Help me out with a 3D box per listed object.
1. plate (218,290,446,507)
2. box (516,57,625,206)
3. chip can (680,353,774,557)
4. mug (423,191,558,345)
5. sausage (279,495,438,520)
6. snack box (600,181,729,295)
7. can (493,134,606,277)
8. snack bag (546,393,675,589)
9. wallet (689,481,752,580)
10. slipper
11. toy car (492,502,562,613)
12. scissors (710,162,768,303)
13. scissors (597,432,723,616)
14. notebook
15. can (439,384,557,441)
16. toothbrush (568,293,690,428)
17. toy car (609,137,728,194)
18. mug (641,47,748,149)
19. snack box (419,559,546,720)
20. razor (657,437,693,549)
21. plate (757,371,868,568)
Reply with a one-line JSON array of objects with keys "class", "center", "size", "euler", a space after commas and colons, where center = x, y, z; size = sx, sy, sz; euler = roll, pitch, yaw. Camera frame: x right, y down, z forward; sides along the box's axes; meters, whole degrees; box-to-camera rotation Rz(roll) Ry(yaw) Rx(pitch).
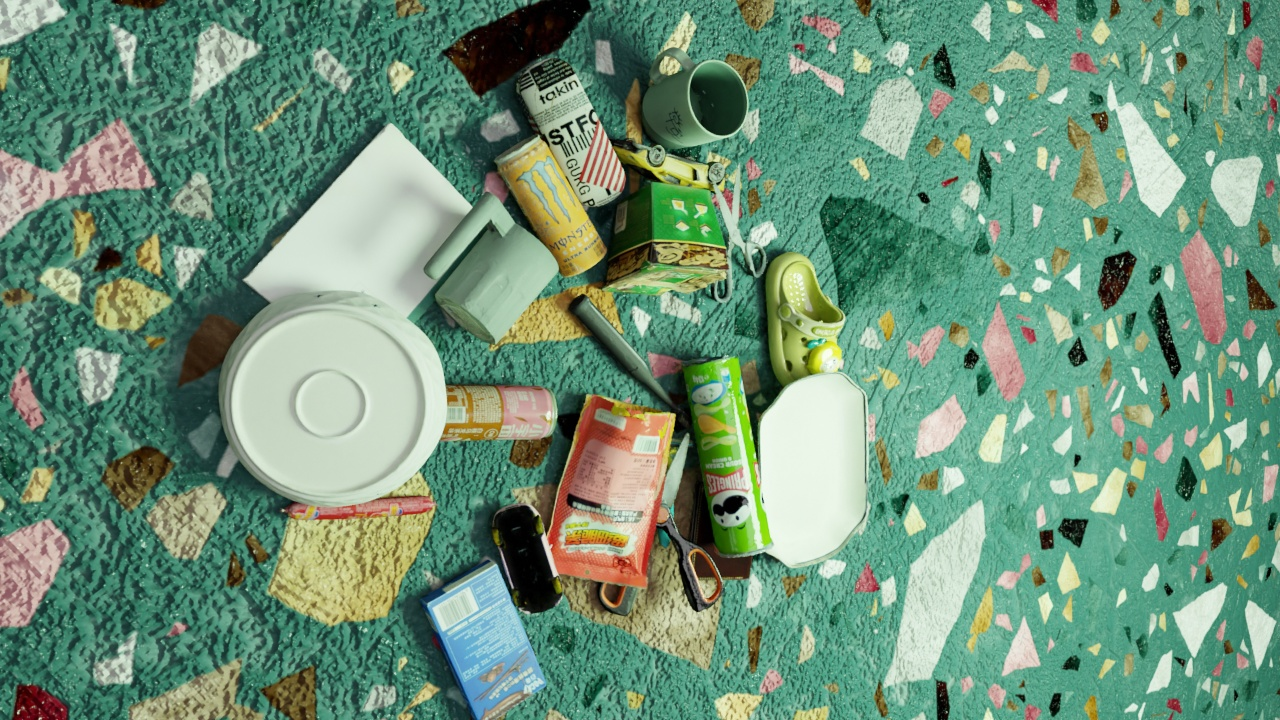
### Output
[{"class": "plate", "center": [-0.282, 0.037, 0.845], "size": [0.204, 0.045, 0.205], "euler": [-1, 95, -12]}, {"class": "box", "center": [-0.080, -0.244, 0.995], "size": [0.074, 0.079, 0.163], "euler": [-31, 112, -3]}, {"class": "chip can", "center": [0.102, 0.111, 1.093], "size": [0.072, 0.072, 0.236], "euler": [-12, 93, -31]}, {"class": "mug", "center": [-0.154, -0.091, 0.921], "size": [0.103, 0.084, 0.124], "euler": [-53, 141, -16]}, {"class": "sausage", "center": [-0.275, 0.146, 0.907], "size": [0.155, 0.020, 0.020], "euler": [2, 92, -32]}, {"class": "snack box", "center": [0.024, -0.137, 1.030], "size": [0.117, 0.118, 0.105], "euler": [1, 80, -33]}, {"class": "can", "center": [-0.094, -0.163, 0.977], "size": [0.058, 0.058, 0.146], "euler": [-40, 112, -24]}, {"class": "snack bag", "center": [-0.033, 0.148, 1.030], "size": [0.128, 0.073, 0.208], "euler": [12, 91, -15]}, {"class": "wallet", "center": [0.104, 0.214, 1.147], "size": [0.096, 0.020, 0.122], "euler": [7, 90, -28]}, {"class": "slipper", "center": [0.212, -0.044, 1.163], "size": [0.091, 0.082, 0.190], "euler": [-16, 98, -28]}, {"class": "toy car", "center": [-0.122, 0.212, 0.989], "size": [0.056, 0.037, 0.122], "euler": [-16, 98, 0]}, {"class": "scissors", "center": [0.113, -0.145, 1.096], "size": [0.159, 0.014, 0.172], "euler": [11, 107, -50]}, {"class": "scissors", "center": [0.027, 0.202, 1.075], "size": [0.223, 0.022, 0.220], "euler": [38, 84, -7]}, {"class": "notebook", "center": [-0.259, -0.107, 0.904], "size": [0.150, 0.012, 0.208], "euler": [45, 70, -26]}, {"class": "can", "center": [-0.163, 0.054, 0.947], "size": [0.147, 0.058, 0.058], "euler": [2, 92, -32]}, {"class": "toothbrush", "center": [-0.006, 0.006, 1.060], "size": [0.026, 0.027, 0.212], "euler": [-35, 116, 15]}, {"class": "toy car", "center": [0.030, -0.220, 1.039], "size": [0.155, 0.071, 0.041], "euler": [9, 102, -37]}, {"class": "mug", "center": [0.049, -0.295, 1.029], "size": [0.082, 0.106, 0.112], "euler": [-45, 114, -21]}, {"class": "snack box", "center": [-0.166, 0.302, 0.979], "size": [0.084, 0.026, 0.157], "euler": [-27, 107, -28]}, {"class": "razor", "center": [0.034, 0.158, 1.093], "size": [0.043, 0.028, 0.132], "euler": [5, 91, -8]}, {"class": "plate", "center": [0.214, 0.138, 1.171], "size": [0.161, 0.034, 0.266], "euler": [-13, 112, -20]}]
